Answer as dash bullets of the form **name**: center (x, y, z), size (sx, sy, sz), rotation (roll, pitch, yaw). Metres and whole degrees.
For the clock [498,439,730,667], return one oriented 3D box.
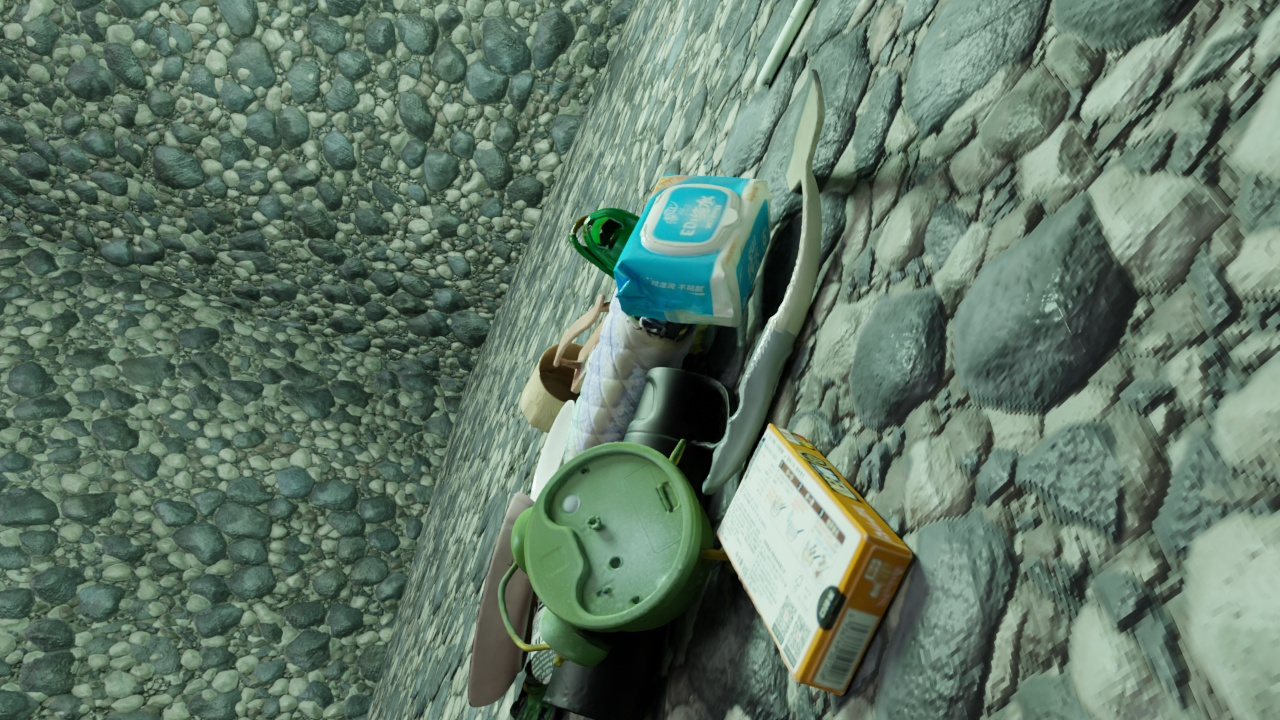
- **clock**: center (-0.024, 0.124, 0.581), size (0.161, 0.056, 0.116), rotation (-33, 54, 9)

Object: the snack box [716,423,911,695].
- **snack box**: center (0.080, 0.092, 0.465), size (0.153, 0.026, 0.075), rotation (-120, 52, -73)

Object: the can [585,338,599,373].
- **can**: center (-0.005, -0.027, 0.882), size (0.133, 0.053, 0.053), rotation (-55, 19, 41)

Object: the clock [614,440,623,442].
- **clock**: center (-0.019, 0.112, 0.731), size (0.081, 0.055, 0.122), rotation (-72, 0, -55)

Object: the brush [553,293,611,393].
- **brush**: center (-0.046, -0.023, 1.040), size (0.146, 0.073, 0.063), rotation (-51, 22, 49)

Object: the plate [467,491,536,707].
- **plate**: center (-0.114, 0.217, 0.834), size (0.192, 0.039, 0.192), rotation (35, -114, -90)

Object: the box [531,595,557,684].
- **box**: center (-0.041, 0.206, 0.766), size (0.075, 0.077, 0.163), rotation (-42, 20, 20)

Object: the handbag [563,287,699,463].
- **handbag**: center (-0.005, 0.005, 0.781), size (0.133, 0.075, 0.194), rotation (-74, 4, -49)

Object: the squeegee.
- **squeegee**: center (0.087, -0.028, 0.592), size (0.246, 0.039, 0.246), rotation (-2, -73, -84)

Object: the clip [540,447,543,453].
- **clip**: center (-0.063, 0.078, 1.040), size (0.097, 0.060, 0.034), rotation (-60, 13, -10)

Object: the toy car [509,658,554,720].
- **toy car**: center (-0.090, 0.288, 0.824), size (0.091, 0.036, 0.043), rotation (-79, 12, -64)

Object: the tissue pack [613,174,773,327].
- **tissue pack**: center (0.041, -0.086, 0.678), size (0.063, 0.090, 0.139), rotation (79, -154, -43)

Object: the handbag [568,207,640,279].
- **handbag**: center (-0.012, -0.110, 0.935), size (0.068, 0.120, 0.131), rotation (-63, 12, 3)

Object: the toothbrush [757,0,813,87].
- **toothbrush**: center (0.153, -0.337, 0.836), size (0.020, 0.029, 0.190), rotation (46, 125, 30)

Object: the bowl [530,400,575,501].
- **bowl**: center (-0.061, 0.106, 0.924), size (0.118, 0.064, 0.118), rotation (-161, 91, -78)

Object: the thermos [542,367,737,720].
- **thermos**: center (0.007, 0.125, 0.635), size (0.090, 0.068, 0.242), rotation (-5, 63, 51)

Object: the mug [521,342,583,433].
- **mug**: center (-0.088, 0.024, 1.153), size (0.124, 0.084, 0.104), rotation (-49, -1, -33)

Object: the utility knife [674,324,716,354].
- **utility knife**: center (0.037, -0.013, 0.833), size (0.031, 0.019, 0.178), rotation (-66, 8, -12)
